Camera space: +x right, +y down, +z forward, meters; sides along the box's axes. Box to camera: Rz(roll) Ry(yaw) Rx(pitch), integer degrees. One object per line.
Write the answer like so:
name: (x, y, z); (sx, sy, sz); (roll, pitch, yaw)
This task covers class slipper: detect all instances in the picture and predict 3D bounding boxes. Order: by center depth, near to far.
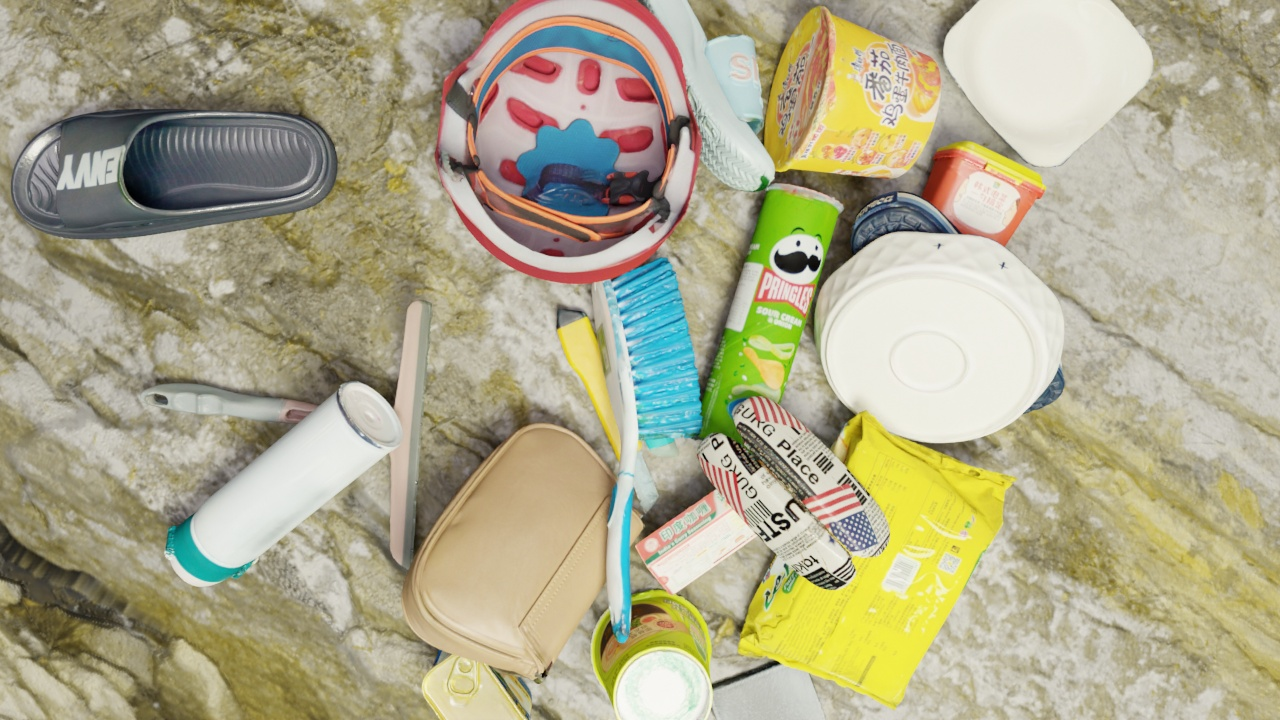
slipper: (-0.398, -0.168, 0.770); (0.268, 0.083, 0.110); (-6, 89, -6)
slipper: (0.057, -0.258, 0.796); (0.074, 0.104, 0.245); (-25, 86, -6)
slipper: (0.276, -0.051, 0.819); (0.105, 0.095, 0.253); (-30, 114, 39)

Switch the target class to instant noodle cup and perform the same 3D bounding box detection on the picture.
instant noodle cup: (0.014, 0.265, 0.782); (0.111, 0.123, 0.111); (0, 90, -4)
instant noodle cup: (0.182, -0.220, 0.792); (0.109, 0.138, 0.138); (10, 90, -12)

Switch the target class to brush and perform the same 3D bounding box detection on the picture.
brush: (0.002, 0.066, 0.769); (0.109, 0.061, 0.314); (-6, 75, -19)

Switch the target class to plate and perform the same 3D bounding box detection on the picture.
plate: (0.246, -0.010, 0.774); (0.205, 0.045, 0.205); (12, 129, 15)
plate: (0.371, -0.276, 0.849); (0.164, 0.034, 0.163); (-42, 93, -2)

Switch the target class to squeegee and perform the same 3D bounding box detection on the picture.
squeegee: (-0.307, 0.046, 0.800); (0.249, 0.040, 0.248); (9, 107, 1)

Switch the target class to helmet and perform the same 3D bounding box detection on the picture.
helmet: (-0.058, -0.172, 0.768); (0.207, 0.144, 0.239); (10, 74, -3)

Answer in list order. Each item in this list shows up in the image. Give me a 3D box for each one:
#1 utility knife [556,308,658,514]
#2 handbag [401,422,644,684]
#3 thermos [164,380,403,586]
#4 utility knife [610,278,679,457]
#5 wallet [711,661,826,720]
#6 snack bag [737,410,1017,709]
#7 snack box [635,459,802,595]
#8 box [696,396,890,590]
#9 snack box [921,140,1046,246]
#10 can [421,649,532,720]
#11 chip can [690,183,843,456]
utility knife: (-0.029, 0.044, 0.831); (0.033, 0.015, 0.202); (-23, 91, -5)
handbag: (-0.098, 0.159, 0.766); (0.148, 0.100, 0.203); (37, 56, 0)
thermos: (-0.299, 0.110, 0.765); (0.224, 0.073, 0.073); (-38, 93, 14)
utility knife: (-0.005, 0.005, 0.834); (0.029, 0.013, 0.182); (-19, 93, -7)
wallet: (0.124, 0.342, 0.845); (0.097, 0.019, 0.121); (-20, 90, -4)
snack bag: (0.207, 0.181, 0.803); (0.158, 0.068, 0.247); (24, 101, -3)
snack box: (0.075, 0.143, 0.810); (0.155, 0.077, 0.027); (-34, 53, -4)
box: (0.128, 0.105, 0.751); (0.086, 0.076, 0.162); (-38, 78, -28)
snack box: (0.300, -0.144, 0.824); (0.091, 0.082, 0.080); (25, 98, -3)
can: (-0.137, 0.287, 0.791); (0.057, 0.083, 0.102); (-35, 93, -4)
chip can: (0.110, -0.034, 0.814); (0.072, 0.072, 0.236); (18, 90, -4)
